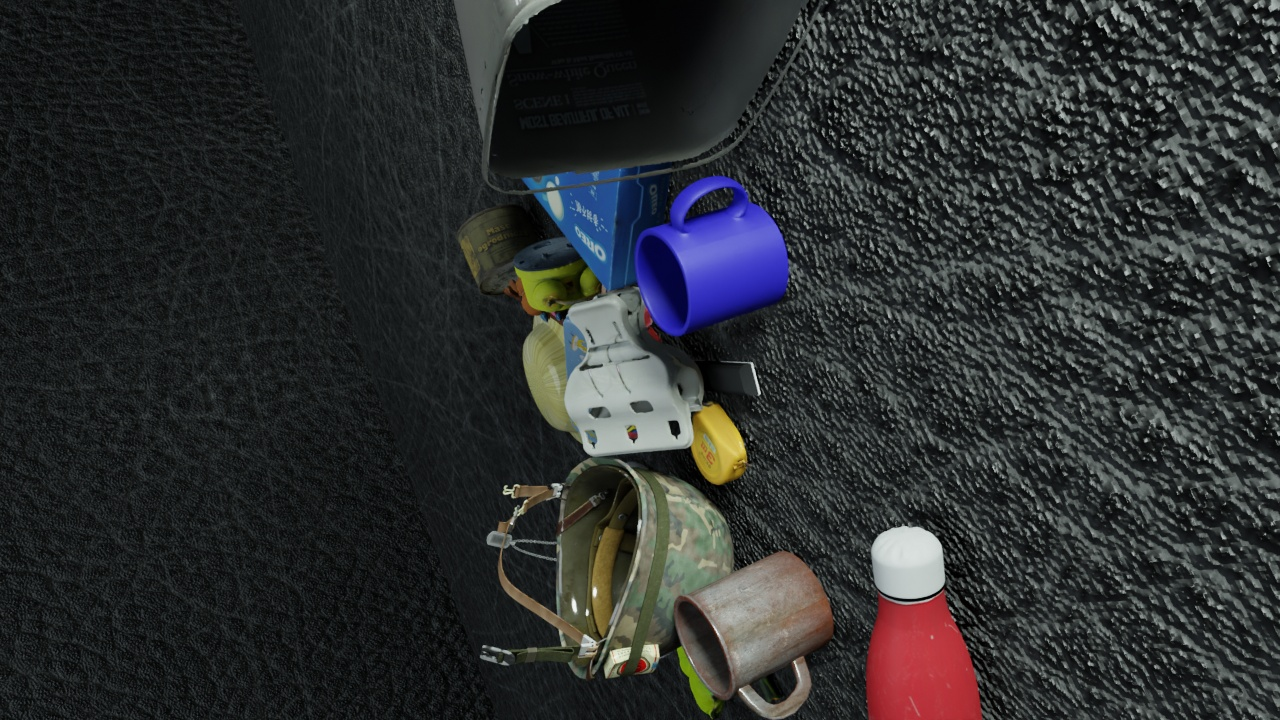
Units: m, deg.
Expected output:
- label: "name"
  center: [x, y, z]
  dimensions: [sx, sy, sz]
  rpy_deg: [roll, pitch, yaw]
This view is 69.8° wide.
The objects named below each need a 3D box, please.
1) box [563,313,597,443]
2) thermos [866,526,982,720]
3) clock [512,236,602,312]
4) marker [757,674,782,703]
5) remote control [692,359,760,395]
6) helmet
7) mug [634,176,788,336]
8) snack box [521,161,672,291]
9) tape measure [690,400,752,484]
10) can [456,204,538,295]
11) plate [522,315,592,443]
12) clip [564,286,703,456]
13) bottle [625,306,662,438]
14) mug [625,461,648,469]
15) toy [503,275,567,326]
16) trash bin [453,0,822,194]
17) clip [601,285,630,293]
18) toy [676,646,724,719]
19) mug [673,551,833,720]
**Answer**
- label: "box"
  center: [-0.053, 0.027, 0.984]
  dimensions: [0.067, 0.052, 0.210]
  rpy_deg: [54, 161, 30]
- label: "thermos"
  center: [0.186, 0.221, 0.607]
  dimensions: [0.073, 0.073, 0.240]
  rpy_deg: [22, 127, 61]
- label: "clock"
  center: [-0.083, -0.087, 0.957]
  dimensions: [0.119, 0.083, 0.057]
  rpy_deg: [42, 149, 54]
- label: "marker"
  center: [0.099, 0.267, 0.908]
  dimensions: [0.146, 0.017, 0.017]
  rpy_deg: [63, 156, 18]
- label: "remote control"
  center: [0.064, 0.015, 0.797]
  dimensions: [0.124, 0.011, 0.028]
  rpy_deg: [3, 110, 65]
- label: "helmet"
  center: [-0.037, 0.197, 0.859]
  dimensions: [0.225, 0.236, 0.192]
  rpy_deg: [-52, 36, 28]
- label: "mug"
  center: [0.051, -0.080, 0.662]
  dimensions: [0.079, 0.083, 0.111]
  rpy_deg: [47, 148, 44]
- label: "snack box"
  center: [-0.055, -0.210, 0.834]
  dimensions: [0.238, 0.056, 0.196]
  rpy_deg: [53, 151, 34]
- label: "tape measure"
  center: [0.070, 0.079, 0.810]
  dimensions: [0.068, 0.030, 0.059]
  rpy_deg: [57, 153, 35]
- label: "can"
  center: [-0.164, -0.132, 1.092]
  dimensions: [0.074, 0.089, 0.090]
  rpy_deg: [65, 156, 14]
- label: "plate"
  center: [-0.114, 0.026, 1.164]
  dimensions: [0.184, 0.036, 0.185]
  rpy_deg: [49, 150, 42]
- label: "clip"
  center: [-0.009, 0.007, 0.818]
  dimensions: [0.126, 0.089, 0.150]
  rpy_deg: [-11, 89, 35]
- label: "bottle"
  center: [-0.005, 0.005, 0.881]
  dimensions: [0.062, 0.061, 0.138]
  rpy_deg: [45, 147, 46]
- label: "mug"
  center: [-0.013, 0.163, 1.010]
  dimensions: [0.116, 0.068, 0.094]
  rpy_deg: [-5, 103, 66]
- label: "toy"
  center: [-0.108, -0.062, 1.051]
  dimensions: [0.103, 0.071, 0.090]
  rpy_deg: [56, -170, -21]
- label: "trash bin"
  center: [-0.032, -0.259, 0.592]
  dimensions: [0.198, 0.197, 0.220]
  rpy_deg: [124, 129, -64]
- label: "clip"
  center: [-0.028, -0.068, 0.916]
  dimensions: [0.026, 0.049, 0.061]
  rpy_deg: [51, 178, 40]
- label: "toy"
  center: [0.066, 0.344, 1.018]
  dimensions: [0.094, 0.036, 0.094]
  rpy_deg: [174, 84, -72]
- label: "mug"
  center: [0.102, 0.231, 0.762]
  dimensions: [0.123, 0.110, 0.096]
  rpy_deg: [59, 159, 25]
